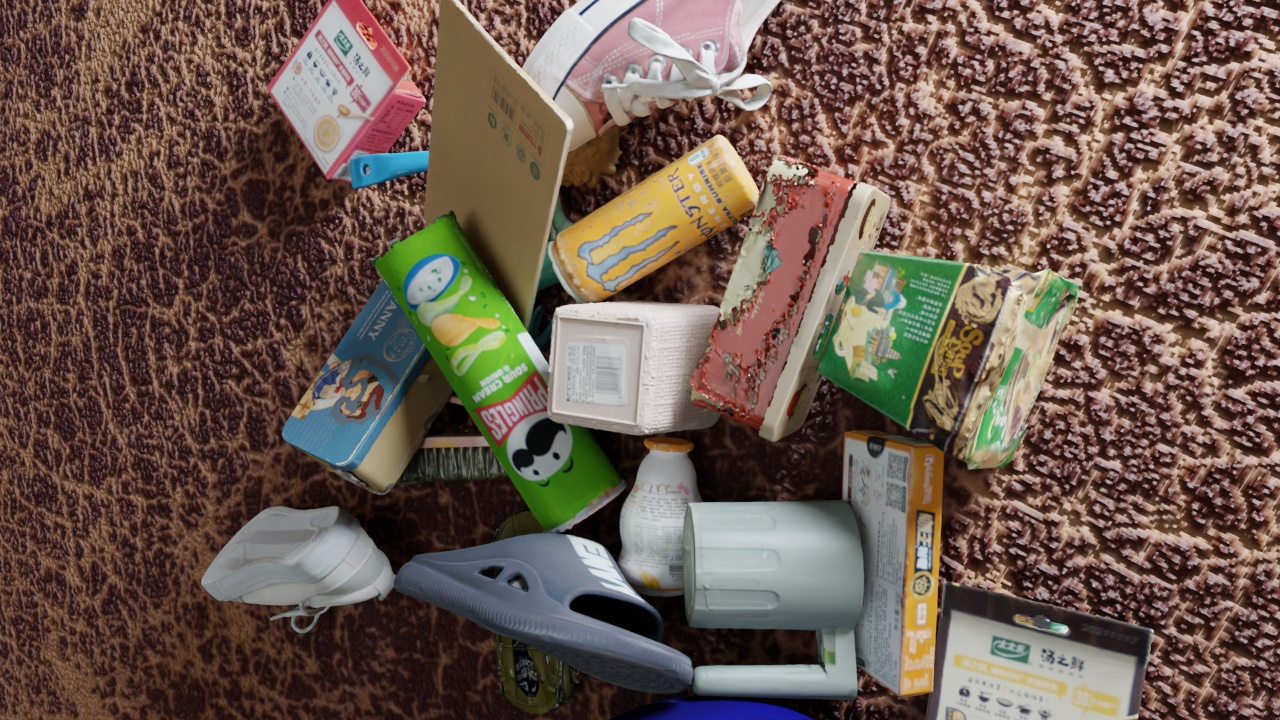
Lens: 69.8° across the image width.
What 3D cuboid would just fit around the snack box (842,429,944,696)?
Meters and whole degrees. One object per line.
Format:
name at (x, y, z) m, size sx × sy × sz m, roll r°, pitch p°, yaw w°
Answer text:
snack box at (0.156, 0.124, 0.581) m, size 0.075 × 0.026 × 0.154 m, roll -169°, pitch 80°, yaw -71°

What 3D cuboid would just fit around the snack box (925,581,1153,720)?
snack box at (0.235, 0.200, 0.552) m, size 0.113 × 0.053 × 0.125 m, roll 9°, pitch 96°, yaw 27°

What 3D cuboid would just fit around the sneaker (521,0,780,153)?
sneaker at (0.023, -0.203, 0.601) m, size 0.241 × 0.118 × 0.088 m, roll -35°, pitch 68°, yaw 4°

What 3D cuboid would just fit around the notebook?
notebook at (-0.109, -0.128, 0.647) m, size 0.148 × 0.008 × 0.208 m, roll 50°, pitch 146°, yaw 22°

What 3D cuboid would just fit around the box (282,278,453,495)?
box at (-0.193, 0.008, 0.721) m, size 0.090 × 0.059 × 0.184 m, roll 15°, pitch 70°, yaw 31°

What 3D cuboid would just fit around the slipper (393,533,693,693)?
slipper at (-0.072, 0.153, 0.627) m, size 0.269 × 0.110 × 0.083 m, roll 0°, pitch 62°, yaw 46°

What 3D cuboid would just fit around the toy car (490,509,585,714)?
toy car at (-0.086, 0.197, 0.725) m, size 0.070 × 0.042 × 0.158 m, roll -7°, pitch 87°, yaw 27°

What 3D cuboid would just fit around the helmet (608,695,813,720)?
helmet at (0.026, 0.339, 0.567) m, size 0.316 × 0.246 × 0.240 m, roll -30°, pitch 64°, yaw 35°

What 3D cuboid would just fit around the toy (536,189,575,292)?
toy at (-0.075, -0.082, 0.713) m, size 0.092 × 0.030 × 0.096 m, roll -14°, pitch 80°, yaw 22°

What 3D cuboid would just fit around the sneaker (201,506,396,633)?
sneaker at (-0.302, 0.187, 0.819) m, size 0.243 × 0.089 × 0.091 m, roll -16°, pitch 126°, yaw 42°

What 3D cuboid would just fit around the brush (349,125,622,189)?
brush at (-0.126, -0.164, 0.719) m, size 0.255 × 0.045 × 0.083 m, roll -4°, pitch 92°, yaw 22°

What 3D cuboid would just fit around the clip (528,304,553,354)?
clip at (-0.083, -0.016, 0.727) m, size 0.043 × 0.014 × 0.056 m, roll 32°, pitch 107°, yaw 22°

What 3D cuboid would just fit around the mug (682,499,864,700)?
mug at (0.082, 0.150, 0.583) m, size 0.103 × 0.084 × 0.123 m, roll 1°, pitch 73°, yaw -3°

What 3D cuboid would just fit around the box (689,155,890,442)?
box at (0.089, -0.042, 0.594) m, size 0.080 × 0.091 × 0.168 m, roll 23°, pitch 103°, yaw 21°

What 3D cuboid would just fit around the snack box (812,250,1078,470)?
snack box at (0.179, -0.010, 0.549) m, size 0.106 × 0.117 × 0.118 m, roll 26°, pitch 101°, yaw 36°

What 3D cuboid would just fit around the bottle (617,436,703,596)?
bottle at (0.017, 0.110, 0.654) m, size 0.063 × 0.063 × 0.108 m, roll 6°, pitch 96°, yaw 27°

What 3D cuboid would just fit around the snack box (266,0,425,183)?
snack box at (-0.245, -0.235, 0.782) m, size 0.127 × 0.044 × 0.113 m, roll -43°, pitch 73°, yaw 23°

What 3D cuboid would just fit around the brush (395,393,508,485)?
brush at (-0.147, 0.061, 0.737) m, size 0.146 × 0.063 × 0.073 m, roll -5°, pitch 87°, yaw 26°

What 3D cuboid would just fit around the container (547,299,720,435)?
container at (-0.004, 0.004, 0.633) m, size 0.090 × 0.110 × 0.090 m, roll 7°, pitch 95°, yaw 27°

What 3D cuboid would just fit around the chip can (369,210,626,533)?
chip can at (-0.101, 0.010, 0.663) m, size 0.072 × 0.072 × 0.236 m, roll -32°, pitch 91°, yaw 25°

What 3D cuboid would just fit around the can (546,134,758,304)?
can at (0.009, -0.096, 0.641) m, size 0.146 × 0.058 × 0.058 m, roll -29°, pitch 79°, yaw 17°
